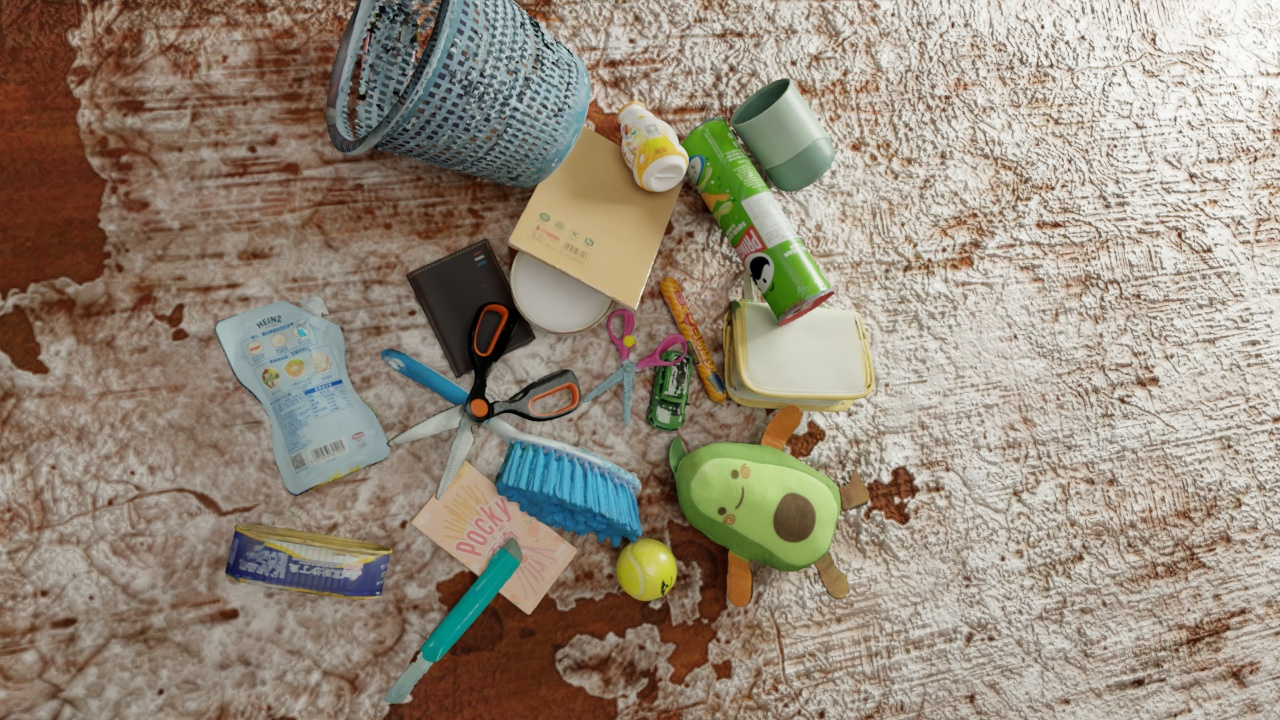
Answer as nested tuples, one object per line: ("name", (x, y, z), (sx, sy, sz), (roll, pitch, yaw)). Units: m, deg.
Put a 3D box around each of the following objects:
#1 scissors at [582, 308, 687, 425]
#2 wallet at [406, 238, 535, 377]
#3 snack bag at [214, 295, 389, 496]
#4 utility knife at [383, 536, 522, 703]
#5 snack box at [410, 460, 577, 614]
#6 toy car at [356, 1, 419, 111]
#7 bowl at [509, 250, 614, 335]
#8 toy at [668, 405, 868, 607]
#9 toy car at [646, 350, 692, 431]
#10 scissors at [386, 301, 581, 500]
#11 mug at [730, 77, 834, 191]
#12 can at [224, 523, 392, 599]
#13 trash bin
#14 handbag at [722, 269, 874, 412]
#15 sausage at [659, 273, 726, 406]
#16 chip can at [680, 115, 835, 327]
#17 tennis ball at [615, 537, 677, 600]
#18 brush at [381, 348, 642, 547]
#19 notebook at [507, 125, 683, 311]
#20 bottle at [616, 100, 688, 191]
("scissors", (-0.004, 0.006, 1.004), (0.128, 0.017, 0.133), (-1, 76, 11))
("wallet", (-0.180, -0.056, 0.979), (0.096, 0.020, 0.122), (-27, 94, -16))
("snack bag", (-0.335, 0.030, 0.918), (0.110, 0.039, 0.191), (-24, 89, -11))
("utility knife", (-0.188, 0.265, 0.929), (0.029, 0.013, 0.209), (41, 87, -10))
("snack box", (-0.152, 0.184, 0.956), (0.157, 0.026, 0.084), (40, 76, -8))
("toy car", (-0.268, -0.317, 0.973), (0.056, 0.037, 0.122), (10, 94, -16))
("bowl", (-0.086, -0.079, 0.982), (0.113, 0.062, 0.113), (2, 81, -15))
("toy", (0.142, 0.160, 1.006), (0.246, 0.090, 0.226), (20, 76, -14))
("toy car", (0.034, 0.033, 1.019), (0.043, 0.036, 0.091), (11, 85, -15))
("scissors", (-0.156, 0.033, 0.927), (0.220, 0.022, 0.222), (0, 70, -35))
("mug", (0.167, -0.263, 1.059), (0.106, 0.082, 0.111), (47, 32, -24))
("can", (-0.319, 0.194, 0.886), (0.148, 0.075, 0.049), (12, 84, -14))
("trash bin", (-0.167, -0.272, 0.903), (0.195, 0.227, 0.226), (20, 78, -40))
("handbag", (0.175, -0.031, 1.058), (0.163, 0.063, 0.178), (3, 68, -15))
("sausage", (0.060, -0.023, 1.037), (0.021, 0.021, 0.165), (-25, 92, -16))
("chip can", (0.125, -0.155, 1.019), (0.072, 0.072, 0.236), (-27, 80, -16))
("tennis ball", (0.006, 0.222, 0.974), (0.065, 0.065, 0.065), (2, 84, -15))
("brush", (-0.136, 0.090, 0.952), (0.314, 0.061, 0.109), (24, 49, -13))
("notebook", (-0.042, -0.160, 0.985), (0.148, 0.008, 0.207), (27, 51, -11))
("bottle", (0.009, -0.239, 1.014), (0.063, 0.063, 0.108), (-15, 59, -16))
